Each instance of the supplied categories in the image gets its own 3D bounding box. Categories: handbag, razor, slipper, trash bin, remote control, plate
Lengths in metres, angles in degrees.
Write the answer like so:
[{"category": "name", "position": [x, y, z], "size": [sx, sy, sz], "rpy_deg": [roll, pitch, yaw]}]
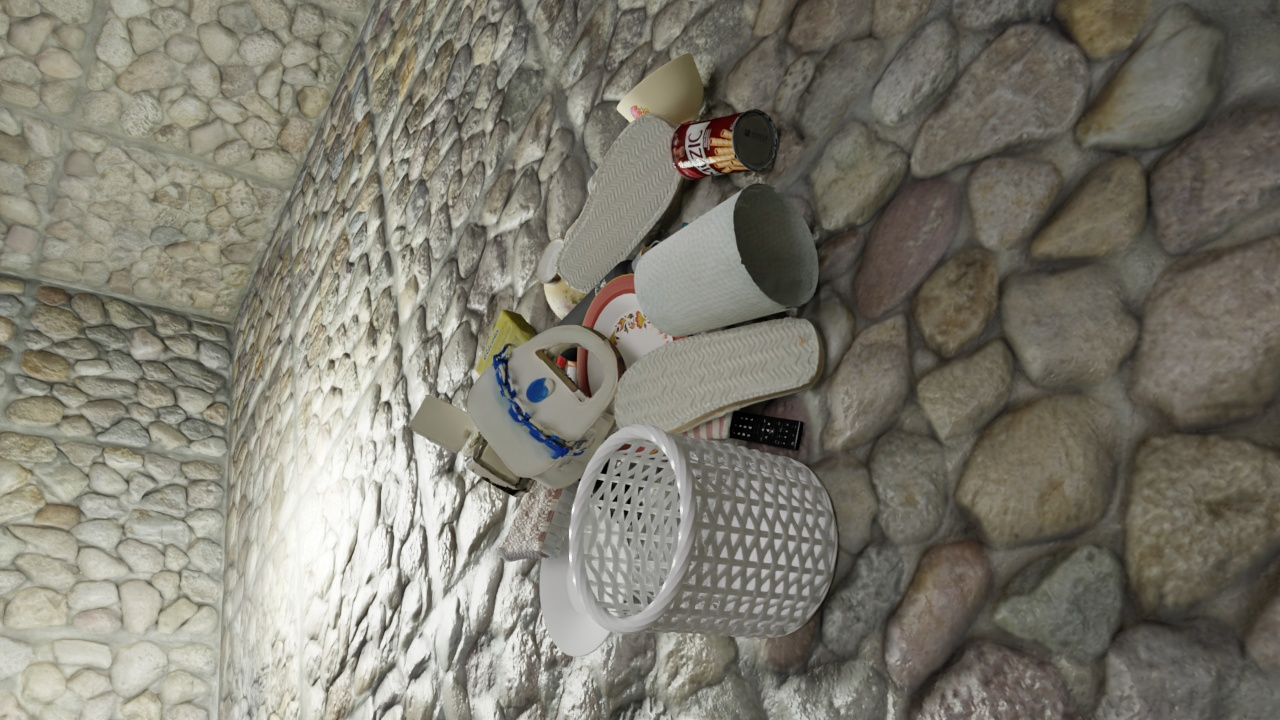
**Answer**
[{"category": "handbag", "position": [-0.119, 0.185, 1.239], "size": [0.124, 0.047, 0.185], "rpy_deg": [-21, 42, 53]}, {"category": "handbag", "position": [-0.110, 0.044, 1.151], "size": [0.199, 0.093, 0.200], "rpy_deg": [-50, 56, 2]}, {"category": "razor", "position": [-0.042, 0.151, 1.147], "size": [0.140, 0.053, 0.064], "rpy_deg": [45, 155, 47]}, {"category": "slipper", "position": [-0.027, -0.203, 1.217], "size": [0.273, 0.114, 0.053], "rpy_deg": [-56, -4, 31]}, {"category": "trash bin", "position": [0.085, -0.096, 0.980], "size": [0.162, 0.133, 0.133], "rpy_deg": [-20, 61, 44]}, {"category": "remote control", "position": [0.122, 0.073, 0.988], "size": [0.140, 0.009, 0.030], "rpy_deg": [5, 82, 56]}, {"category": "slipper", "position": [0.085, 0.026, 1.004], "size": [0.264, 0.052, 0.115], "rpy_deg": [-19, 64, 33]}, {"category": "plate", "position": [-0.072, 0.275, 1.190], "size": [0.209, 0.015, 0.208], "rpy_deg": [-26, 58, 49]}, {"category": "plate", "position": [-0.007, 0.007, 1.151], "size": [0.230, 0.021, 0.230], "rpy_deg": [2, 92, 52]}]

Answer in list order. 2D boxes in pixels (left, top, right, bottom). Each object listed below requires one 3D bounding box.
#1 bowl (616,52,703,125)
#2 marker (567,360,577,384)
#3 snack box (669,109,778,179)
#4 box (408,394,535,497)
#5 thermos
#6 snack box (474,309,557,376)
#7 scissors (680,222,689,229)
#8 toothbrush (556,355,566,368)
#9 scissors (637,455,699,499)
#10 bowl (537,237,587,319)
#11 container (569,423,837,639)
[{"category": "bowl", "position": [0.038, -0.332, 1.193], "size": [0.118, 0.117, 0.074], "rpy_deg": [-31, 96, 47]}, {"category": "marker", "position": [-0.098, 0.016, 1.323], "size": [0.017, 0.017, 0.145], "rpy_deg": [-15, 66, 53]}, {"category": "snack box", "position": [0.097, -0.255, 1.090], "size": [0.121, 0.072, 0.072], "rpy_deg": [10, 86, 56]}, {"category": "box", "position": [-0.224, 0.098, 1.270], "size": [0.099, 0.184, 0.143], "rpy_deg": [-37, 23, 47]}, {"category": "thermos", "position": [-0.036, -0.081, 1.229], "size": [0.232, 0.061, 0.061], "rpy_deg": [-41, 47, 41]}, {"category": "snack box", "position": [-0.192, 0.011, 1.440], "size": [0.181, 0.045, 0.121], "rpy_deg": [43, 112, 50]}, {"category": "scissors", "position": [0.071, -0.151, 1.138], "size": [0.136, 0.019, 0.139], "rpy_deg": [-58, 38, 23]}, {"category": "toothbrush", "position": [-0.120, 0.022, 1.357], "size": [0.018, 0.012, 0.212], "rpy_deg": [17, 92, 57]}, {"category": "scissors", "position": [0.038, 0.119, 1.092], "size": [0.171, 0.012, 0.158], "rpy_deg": [46, 116, 53]}, {"category": "bowl", "position": [-0.105, -0.134, 1.335], "size": [0.146, 0.063, 0.145], "rpy_deg": [-29, 51, 42]}, {"category": "container", "position": [0.058, 0.169, 0.886], "size": [0.190, 0.186, 0.189], "rpy_deg": [-26, 58, 49]}]
